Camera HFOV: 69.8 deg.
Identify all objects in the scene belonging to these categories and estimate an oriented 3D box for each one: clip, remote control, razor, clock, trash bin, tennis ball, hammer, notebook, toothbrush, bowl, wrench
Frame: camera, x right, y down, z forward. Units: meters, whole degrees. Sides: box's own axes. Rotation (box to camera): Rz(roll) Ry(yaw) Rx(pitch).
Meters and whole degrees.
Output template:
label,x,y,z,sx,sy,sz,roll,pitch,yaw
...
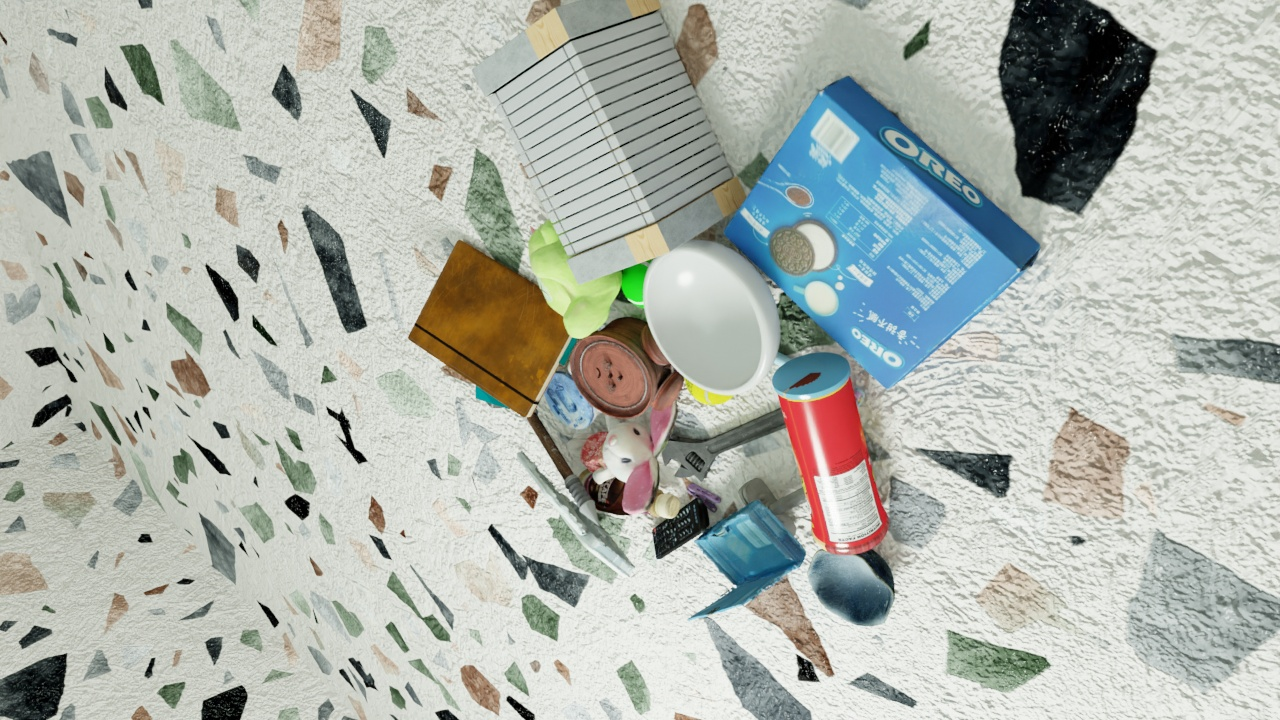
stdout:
label,x,y,z,sx,sy,sz,roll,pitch,yaw
clip,0.088,0.181,1.229,0.051,0.014,0.043,50,139,1
remote control,0.056,0.235,1.272,0.151,0.022,0.047,133,134,-55
razor,0.187,0.168,1.110,0.116,0.047,0.088,-37,90,42
clock,-0.007,0.007,1.142,0.158,0.072,0.121,9,123,29
trash bin,-0.029,-0.233,0.953,0.143,0.142,0.247,-14,107,47
tennis ball,0.010,-0.093,1.071,0.065,0.065,0.065,24,131,30
hammer,-0.136,0.102,1.272,0.322,0.043,0.156,54,148,32
notebook,-0.202,-0.036,1.268,0.249,0.014,0.178,31,96,24
clock,-0.079,0.041,1.258,0.089,0.051,0.126,55,139,-1
tennis ball,0.084,0.019,1.079,0.065,0.065,0.065,24,131,30
toothbrush,0.178,0.010,1.024,0.155,0.016,0.022,29,110,26
bowl,0.087,-0.054,0.996,0.177,0.066,0.177,29,134,34
bowl,0.258,0.257,1.090,0.110,0.055,0.110,24,132,30
wrench,0.116,0.096,1.142,0.274,0.018,0.073,-31,94,48

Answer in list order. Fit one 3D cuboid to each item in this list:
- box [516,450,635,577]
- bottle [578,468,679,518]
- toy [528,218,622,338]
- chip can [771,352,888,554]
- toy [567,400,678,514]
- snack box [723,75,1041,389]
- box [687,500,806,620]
label,x,y,z,sx,sy,sz,roll,pitch,yaw
box,-0.099,0.218,1.311,0.191,0.045,0.209,48,173,-22
bottle,-0.017,0.192,1.297,0.166,0.059,0.060,7,121,41
toy,-0.077,-0.106,1.094,0.107,0.196,0.150,-26,111,4
chip can,0.206,0.103,0.992,0.087,0.086,0.213,6,126,41
toy,-0.024,0.121,1.230,0.084,0.159,0.195,28,166,-33
snack box,0.217,-0.114,0.872,0.239,0.056,0.196,45,139,9
box,0.105,0.259,1.143,0.094,0.111,0.232,49,158,6
